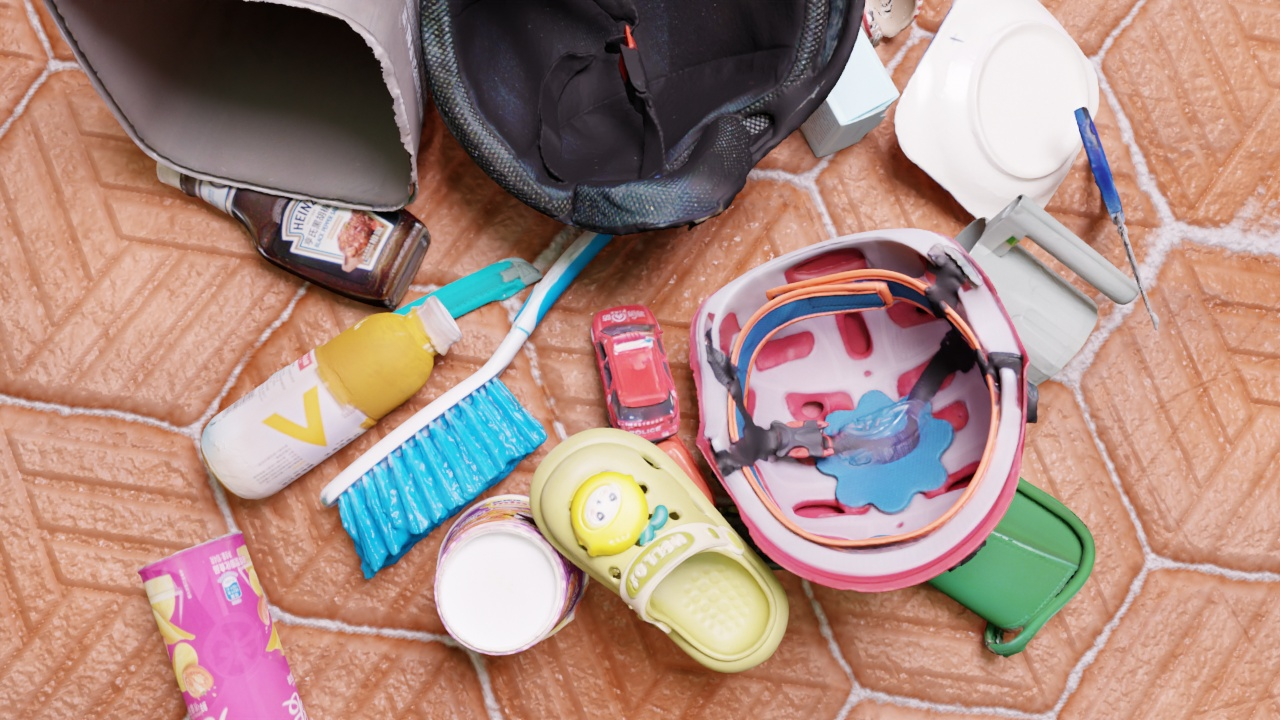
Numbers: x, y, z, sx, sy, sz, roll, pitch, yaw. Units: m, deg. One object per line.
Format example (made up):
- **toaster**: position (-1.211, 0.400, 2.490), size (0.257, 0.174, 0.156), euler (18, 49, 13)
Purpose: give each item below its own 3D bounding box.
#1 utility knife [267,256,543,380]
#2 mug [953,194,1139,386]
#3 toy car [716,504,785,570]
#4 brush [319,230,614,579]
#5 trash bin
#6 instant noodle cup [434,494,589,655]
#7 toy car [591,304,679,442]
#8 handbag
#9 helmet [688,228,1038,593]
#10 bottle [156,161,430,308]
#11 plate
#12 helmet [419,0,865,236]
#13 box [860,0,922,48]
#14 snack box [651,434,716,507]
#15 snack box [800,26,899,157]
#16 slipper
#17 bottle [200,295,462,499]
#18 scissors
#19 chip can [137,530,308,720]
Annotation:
- **utility knife**: position (-0.177, -0.024, 0.681), size (0.221, 0.013, 0.029), euler (-26, 86, -4)
- **mug**: position (0.269, -0.049, 0.650), size (0.103, 0.124, 0.083), euler (37, 58, -1)
- **toy car**: position (0.102, 0.128, 0.671), size (0.105, 0.032, 0.048), euler (-3, 85, 9)
- **brush**: position (-0.100, 0.018, 0.664), size (0.314, 0.060, 0.109), euler (-38, 84, -8)
- **trash bin**: position (-0.221, -0.246, 0.600), size (0.198, 0.199, 0.219), euler (11, 66, -2)
- **instant noodle cup**: position (-0.091, 0.148, 0.628), size (0.111, 0.099, 0.111), euler (0, 83, -3)
- **toy car**: position (-0.004, 0.004, 0.646), size (0.053, 0.045, 0.120), euler (-10, 45, -6)
- **handbag**: position (0.243, 0.133, 0.663), size (0.131, 0.068, 0.120), euler (34, 92, 0)
- **helmet**: position (0.152, 0.044, 0.607), size (0.207, 0.144, 0.239), euler (-18, 61, 20)
- **bottle**: position (-0.255, -0.107, 0.671), size (0.195, 0.044, 0.079), euler (24, 80, 1)
- **plate**: position (0.276, -0.189, 0.675), size (0.163, 0.034, 0.164), euler (32, 84, -23)
- **helmet**: position (-0.004, -0.220, 0.593), size (0.275, 0.230, 0.233), euler (-21, 116, 3)
- **box**: position (0.159, -0.320, 0.697), size (0.081, 0.075, 0.163), euler (-33, 85, 6)
- **snack box**: position (0.004, 0.096, 0.645), size (0.091, 0.080, 0.082), euler (-32, 86, -5)
- **snack box**: position (0.120, -0.245, 0.682), size (0.051, 0.074, 0.175), euler (-28, 87, -4)
- **slipper**: position (0.017, 0.118, 0.564), size (0.190, 0.082, 0.091), euler (42, 82, -2)
- **bottle**: position (-0.212, 0.022, 0.643), size (0.189, 0.068, 0.068), euler (-35, 87, -1)
- **scissors**: position (0.341, -0.106, 0.657), size (0.012, 0.162, 0.176), euler (-20, 114, 28)
- **chip can**: position (-0.272, 0.227, 0.626), size (0.071, 0.071, 0.210), euler (-21, 86, -4)
